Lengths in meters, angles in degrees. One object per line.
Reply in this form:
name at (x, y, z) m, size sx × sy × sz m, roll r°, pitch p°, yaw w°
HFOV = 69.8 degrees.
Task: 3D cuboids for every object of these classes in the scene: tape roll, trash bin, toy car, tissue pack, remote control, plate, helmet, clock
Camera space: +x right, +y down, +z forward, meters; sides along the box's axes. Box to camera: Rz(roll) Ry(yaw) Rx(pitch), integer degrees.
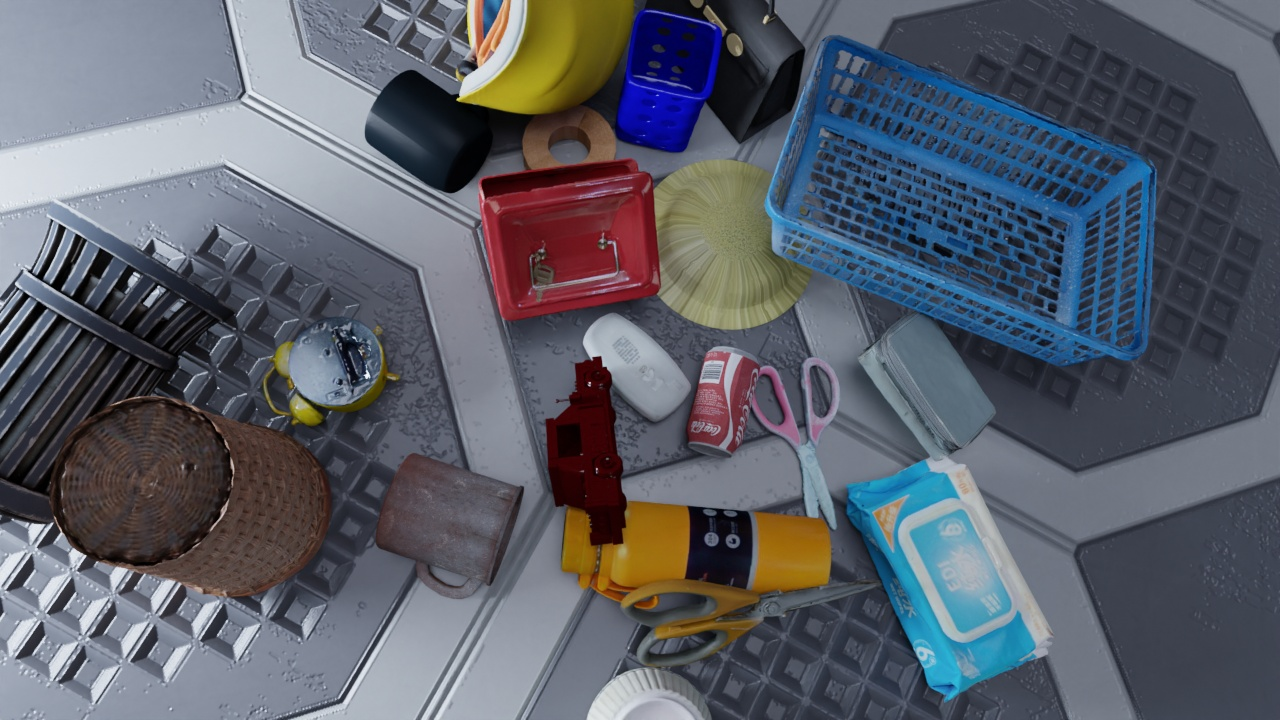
tape roll at (-0.072, -0.212, 0.928) m, size 0.094 × 0.027 × 0.094 m, roll 1°, pitch 76°, yaw -5°
trash bin at (-0.480, 0.007, 0.767) m, size 0.164 × 0.164 × 0.227 m, roll 30°, pitch 78°, yaw 2°
toy car at (-0.049, 0.077, 0.804) m, size 0.062 × 0.070 × 0.169 m, roll -7°, pitch 45°, yaw -3°
trash bin at (-0.342, 0.110, 0.726) m, size 0.151 × 0.210 × 0.151 m, roll 1°, pitch 76°, yaw -6°
tissue pack at (0.280, 0.191, 0.845) m, size 0.117 × 0.066 × 0.209 m, roll -22°, pitch 77°, yaw -12°
remote control at (-0.005, 0.005, 0.880) m, size 0.114 × 0.028 × 0.060 m, roll 44°, pitch 76°, yaw 6°
plate at (0.090, -0.125, 0.918) m, size 0.184 × 0.036 × 0.184 m, roll 1°, pitch 76°, yaw -5°
helmet at (-0.084, -0.340, 0.881) m, size 0.139 × 0.210 × 0.239 m, roll 13°, pitch 38°, yaw -23°
clock at (-0.285, 0.011, 0.835) m, size 0.118 × 0.057 × 0.083 m, roll -21°, pitch 79°, yaw -11°

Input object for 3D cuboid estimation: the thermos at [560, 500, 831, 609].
thermos at (0.046, 0.176, 0.817) m, size 0.232 × 0.076 × 0.091 m, roll 6°, pitch 70°, yaw -5°

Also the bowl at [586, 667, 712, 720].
bowl at (0.011, 0.324, 0.783) m, size 0.115 × 0.062 × 0.115 m, roll 1°, pitch 76°, yaw -6°

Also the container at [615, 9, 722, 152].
container at (0.024, -0.272, 0.908) m, size 0.084 × 0.114 × 0.085 m, roll 12°, pitch 75°, yaw -5°

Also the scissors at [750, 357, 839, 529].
scissors at (0.173, 0.081, 0.887) m, size 0.101 × 0.016 × 0.178 m, roll -18°, pitch 78°, yaw -10°

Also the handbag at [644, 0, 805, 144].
handbag at (0.091, -0.341, 0.890) m, size 0.072 × 0.196 × 0.175 m, roll -35°, pitch 82°, yaw -13°

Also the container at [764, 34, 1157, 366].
container at (0.306, -0.146, 0.896) m, size 0.362 × 0.089 × 0.256 m, roll 22°, pitch 60°, yaw 0°

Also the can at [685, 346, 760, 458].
can at (0.077, 0.040, 0.867) m, size 0.054 × 0.054 × 0.096 m, roll 16°, pitch 75°, yaw -2°

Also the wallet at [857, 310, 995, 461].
wallet at (0.276, 0.023, 0.881) m, size 0.100 × 0.054 × 0.131 m, roll -30°, pitch 80°, yaw -39°

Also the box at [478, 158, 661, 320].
box at (-0.069, -0.117, 0.866) m, size 0.157 × 0.126 × 0.137 m, roll -9°, pitch 114°, yaw -11°

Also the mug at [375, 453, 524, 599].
mug at (-0.170, 0.151, 0.804) m, size 0.110 × 0.096 × 0.123 m, roll 20°, pitch 105°, yaw 5°

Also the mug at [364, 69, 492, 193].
mug at (-0.194, -0.228, 0.900) m, size 0.094 × 0.085 × 0.121 m, roll 35°, pitch 46°, yaw 3°

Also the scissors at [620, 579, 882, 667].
scissors at (0.099, 0.223, 0.800) m, size 0.229 × 0.016 × 0.114 m, roll -7°, pitch 121°, yaw 2°
